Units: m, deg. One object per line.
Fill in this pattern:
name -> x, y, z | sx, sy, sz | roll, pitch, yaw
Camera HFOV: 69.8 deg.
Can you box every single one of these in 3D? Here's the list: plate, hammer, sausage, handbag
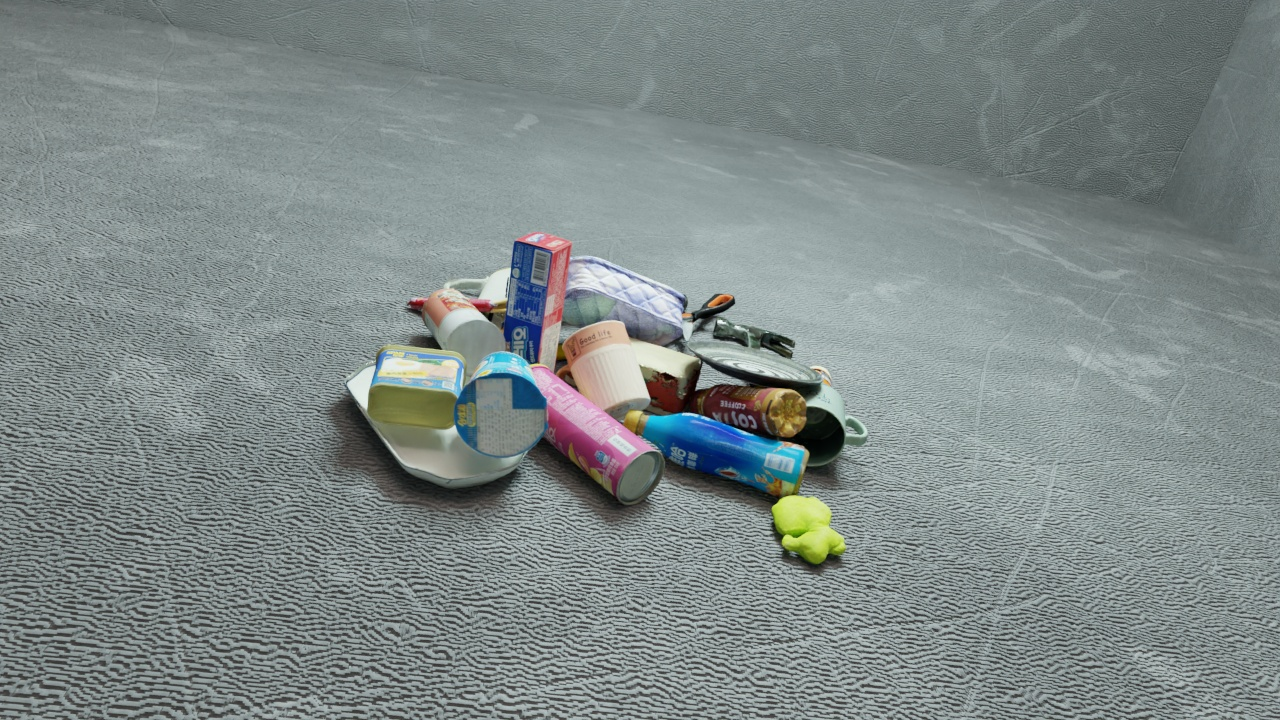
plate -> 0.144, 0.009, 1.174 | 0.179, 0.024, 0.179 | 12, 11, -2
hammer -> 0.172, 0.004, 1.321 | 0.126, 0.032, 0.322 | 13, 18, -1
sausage -> -0.271, -0.080, 1.312 | 0.156, 0.020, 0.020 | 3, 21, 25
handbag -> -0.039, -0.079, 1.288 | 0.193, 0.134, 0.075 | 21, 63, -30
plate -> -0.233, 0.070, 1.046 | 0.161, 0.034, 0.266 | -9, 33, -36
handbag -> -0.211, -0.097, 1.378 | 0.178, 0.063, 0.163 | 7, 24, -3

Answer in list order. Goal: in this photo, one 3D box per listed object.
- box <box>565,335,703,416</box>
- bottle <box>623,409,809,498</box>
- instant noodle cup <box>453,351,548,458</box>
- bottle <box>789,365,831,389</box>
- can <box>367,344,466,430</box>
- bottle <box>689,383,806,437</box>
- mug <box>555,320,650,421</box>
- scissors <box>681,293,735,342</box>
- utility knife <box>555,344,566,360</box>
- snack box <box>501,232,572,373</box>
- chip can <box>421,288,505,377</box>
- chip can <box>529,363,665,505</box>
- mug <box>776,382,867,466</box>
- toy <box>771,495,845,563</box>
box -> -0.007, 0.007, 1.224 | 0.168, 0.077, 0.091 | 18, 25, 13
bottle -> 0.085, 0.103, 1.081 | 0.219, 0.065, 0.065 | 16, 26, 11
instant noodle cup -> -0.150, 0.041, 1.002 | 0.099, 0.099, 0.110 | 7, 18, -10
bottle -> 0.242, 0.040, 1.290 | 0.067, 0.067, 0.149 | 18, 19, 12
can -> -0.247, 0.030, 1.014 | 0.102, 0.057, 0.083 | 7, 29, -10
bottle -> 0.127, 0.059, 1.136 | 0.057, 0.057, 0.175 | -6, 5, -33
mug -> -0.054, 0.023, 1.141 | 0.081, 0.115, 0.105 | 15, 50, -60
scissors -> 0.066, -0.068, 1.455 | 0.226, 0.022, 0.198 | -23, 26, -39
utility knife -> -0.117, -0.008, 1.280 | 0.167, 0.015, 0.033 | -4, 36, -33
snack box -> -0.133, -0.051, 1.138 | 0.057, 0.208, 0.058 | 18, 25, 17
chip can -> -0.232, -0.040, 1.179 | 0.071, 0.071, 0.215 | 1, 14, -22
chip can -> -0.068, 0.082, 1.052 | 0.071, 0.071, 0.210 | -13, 36, -42
mug -> 0.231, 0.079, 1.164 | 0.112, 0.082, 0.106 | 12, 19, 9
toy -> 0.180, 0.180, 1.002 | 0.096, 0.031, 0.100 | -11, 34, -36
